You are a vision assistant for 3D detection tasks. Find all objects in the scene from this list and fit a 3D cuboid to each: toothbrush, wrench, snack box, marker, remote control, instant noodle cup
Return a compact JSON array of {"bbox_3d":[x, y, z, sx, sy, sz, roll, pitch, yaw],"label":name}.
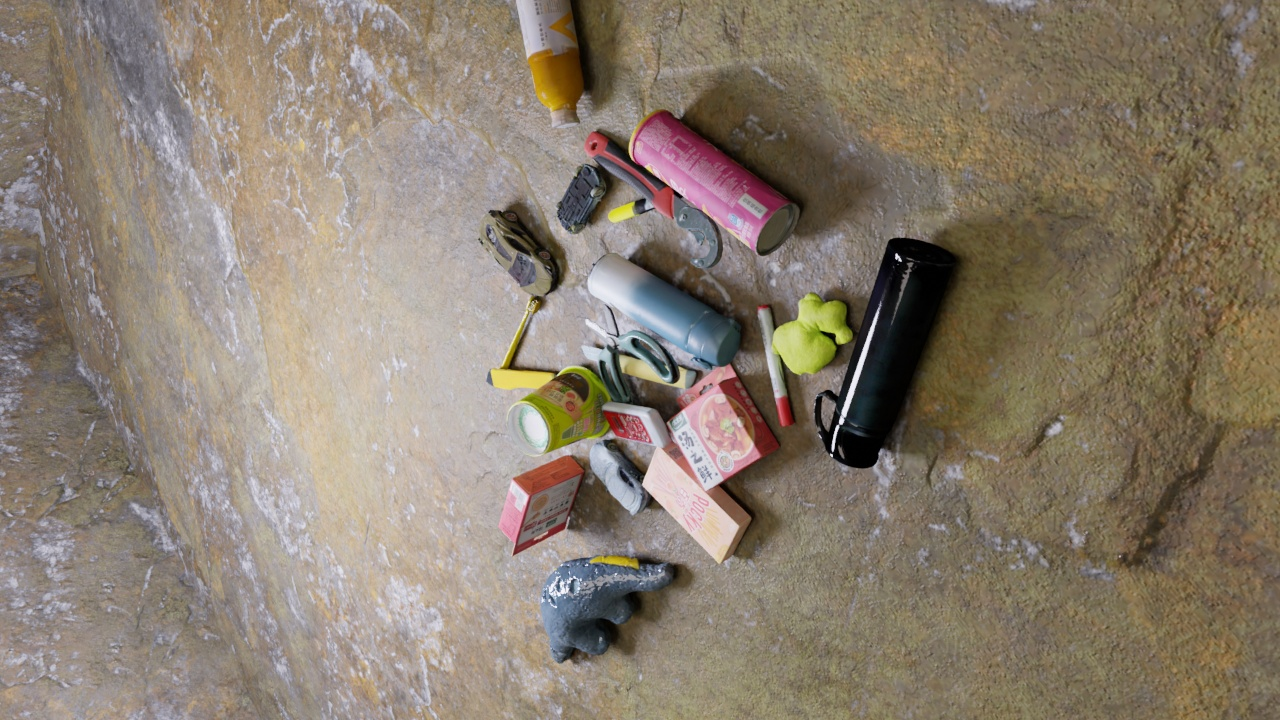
[{"bbox_3d":[-0.190,-0.025,1.406,0.016,0.015,0.191,43,129,18],"label":"toothbrush"},{"bbox_3d":[0.013,-0.208,1.139,0.273,0.016,0.056,48,119,30],"label":"wrench"},{"bbox_3d":[-0.151,0.216,1.376,0.044,0.113,0.127,39,126,27],"label":"snack box"},{"bbox_3d":[0.158,0.006,1.080,0.017,0.017,0.145,-7,98,45],"label":"marker"},{"bbox_3d":[0.071,0.184,1.207,0.157,0.026,0.085,43,136,27],"label":"snack box"},{"bbox_3d":[-0.007,0.085,1.230,0.136,0.020,0.056,6,126,59],"label":"remote control"},{"bbox_3d":[-0.118,0.077,1.284,0.112,0.123,0.112,13,114,32],"label":"instant noodle cup"},{"bbox_3d":[0.007,-0.197,1.165,0.124,0.015,0.018,-12,87,42],"label":"marker"},{"bbox_3d":[0.095,0.083,1.146,0.113,0.044,0.127,-42,73,43],"label":"snack box"}]

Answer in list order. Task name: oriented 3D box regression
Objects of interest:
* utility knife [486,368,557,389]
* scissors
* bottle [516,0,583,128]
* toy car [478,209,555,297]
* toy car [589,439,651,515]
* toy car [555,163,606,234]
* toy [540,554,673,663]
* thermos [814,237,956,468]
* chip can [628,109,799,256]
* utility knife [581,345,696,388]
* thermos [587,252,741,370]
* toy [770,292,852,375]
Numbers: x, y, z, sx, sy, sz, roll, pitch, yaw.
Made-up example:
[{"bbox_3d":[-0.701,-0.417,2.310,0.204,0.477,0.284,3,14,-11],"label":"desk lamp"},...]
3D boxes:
[{"bbox_3d":[-0.155,0.032,1.385,0.216,0.015,0.033,3,112,36],"label":"utility knife"},{"bbox_3d":[-0.011,0.011,1.209,0.171,0.019,0.170,32,143,32],"label":"scissors"},{"bbox_3d":[-0.113,-0.396,1.177,0.068,0.067,0.189,-3,101,44],"label":"bottle"},{"bbox_3d":[-0.180,-0.156,1.340,0.158,0.042,0.070,45,130,21],"label":"toy car"},{"bbox_3d":[-0.031,0.165,1.301,0.120,0.036,0.054,46,130,28],"label":"toy car"},{"bbox_3d":[-0.078,-0.216,1.226,0.049,0.031,0.106,52,133,18],"label":"toy car"},{"bbox_3d":[-0.083,0.367,1.385,0.138,0.091,0.358,35,131,-3],"label":"toy"},{"bbox_3d":[0.243,-0.007,0.956,0.090,0.068,0.243,30,122,29],"label":"thermos"},{"bbox_3d":[0.081,-0.205,1.050,0.210,0.071,0.072,43,128,26],"label":"chip can"},{"bbox_3d":[-0.007,0.007,1.238,0.205,0.021,0.031,13,108,34],"label":"utility knife"},{"bbox_3d":[0.029,-0.062,1.148,0.220,0.070,0.070,34,124,32],"label":"thermos"},{"bbox_3d":[0.192,-0.026,1.028,0.097,0.031,0.100,22,117,36],"label":"toy"}]
